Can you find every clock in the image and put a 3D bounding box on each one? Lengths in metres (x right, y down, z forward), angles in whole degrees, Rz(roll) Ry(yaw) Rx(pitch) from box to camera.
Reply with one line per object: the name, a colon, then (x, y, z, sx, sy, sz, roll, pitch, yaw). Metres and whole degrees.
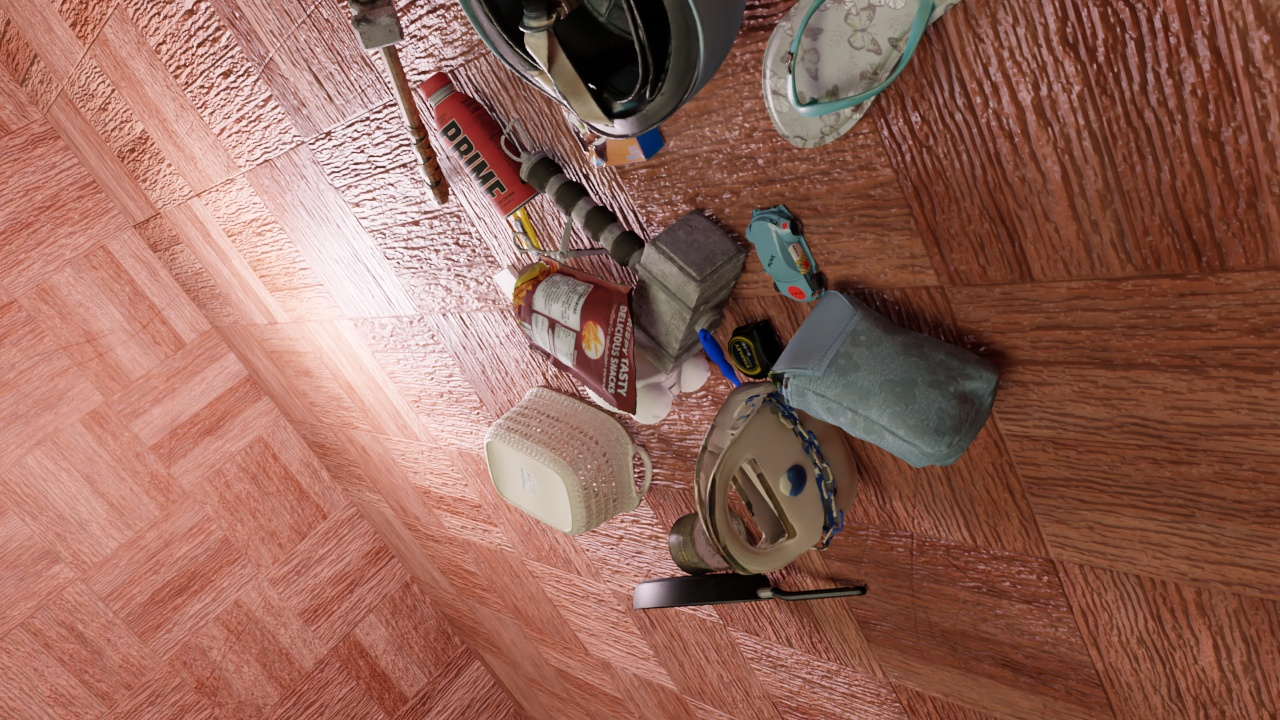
clock: (-0.006, 0.006, 1.087, 0.161, 0.125, 0.073, 35, 151, 31)

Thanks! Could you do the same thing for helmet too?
helmet: (-0.032, -0.304, 0.698, 0.266, 0.166, 0.226, 33, 146, 17)

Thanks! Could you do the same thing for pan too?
pan: (0.149, 0.322, 1.293, 0.357, 0.044, 0.203, -16, 160, 36)

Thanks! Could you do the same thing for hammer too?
hammer: (-0.039, -0.144, 1.006, 0.326, 0.079, 0.177, 43, 151, 16)
hammer: (-0.282, -0.312, 1.106, 0.319, 0.049, 0.121, 82, 168, -55)

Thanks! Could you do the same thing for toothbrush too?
toothbrush: (0.091, 0.006, 1.013, 0.018, 0.016, 0.182, 36, 173, 32)

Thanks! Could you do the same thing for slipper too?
slipper: (0.154, -0.241, 0.660, 0.098, 0.054, 0.270, 48, 149, 1)

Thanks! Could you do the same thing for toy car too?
toy car: (0.137, -0.095, 0.882, 0.060, 0.027, 0.108, 0, 128, 51)

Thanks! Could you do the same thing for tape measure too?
tape measure: (0.126, -0.012, 0.993, 0.061, 0.034, 0.062, -9, 110, 51)

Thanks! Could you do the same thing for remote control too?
remote control: (-0.152, -0.073, 1.289, 0.136, 0.011, 0.050, 53, 149, -13)

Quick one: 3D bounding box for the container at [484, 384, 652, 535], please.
container: (-0.120, 0.154, 1.395, 0.246, 0.142, 0.185, 19, 128, 38)

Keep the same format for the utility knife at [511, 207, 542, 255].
utility knife: (-0.159, -0.194, 1.148, 0.030, 0.017, 0.151, 7, 130, 36)

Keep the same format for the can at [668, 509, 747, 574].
can: (0.094, 0.257, 1.305, 0.090, 0.089, 0.075, 48, 150, -5)

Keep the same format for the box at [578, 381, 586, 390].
box: (-0.019, 0.019, 1.200, 0.187, 0.056, 0.059, -15, 84, 55)

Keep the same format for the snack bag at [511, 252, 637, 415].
snack bag: (-0.070, -0.037, 1.015, 0.208, 0.066, 0.139, 31, 121, 50)

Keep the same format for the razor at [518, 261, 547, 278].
razor: (-0.092, -0.085, 1.175, 0.116, 0.047, 0.088, 0, 128, 41)

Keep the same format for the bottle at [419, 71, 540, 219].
bottle: (-0.189, -0.252, 1.064, 0.176, 0.062, 0.062, 53, 150, -13)

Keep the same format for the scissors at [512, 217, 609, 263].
scissors: (-0.098, -0.116, 1.125, 0.142, 0.014, 0.175, 19, 126, 23)

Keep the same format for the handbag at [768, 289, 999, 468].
handbag: (0.222, 0.022, 0.843, 0.192, 0.121, 0.119, 27, 163, 26)

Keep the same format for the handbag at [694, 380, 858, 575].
handbag: (0.143, 0.127, 0.980, 0.093, 0.199, 0.201, -5, 126, 49)

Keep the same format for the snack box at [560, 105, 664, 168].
snack box: (-0.044, -0.264, 0.896, 0.087, 0.034, 0.151, 5, 131, 49)
